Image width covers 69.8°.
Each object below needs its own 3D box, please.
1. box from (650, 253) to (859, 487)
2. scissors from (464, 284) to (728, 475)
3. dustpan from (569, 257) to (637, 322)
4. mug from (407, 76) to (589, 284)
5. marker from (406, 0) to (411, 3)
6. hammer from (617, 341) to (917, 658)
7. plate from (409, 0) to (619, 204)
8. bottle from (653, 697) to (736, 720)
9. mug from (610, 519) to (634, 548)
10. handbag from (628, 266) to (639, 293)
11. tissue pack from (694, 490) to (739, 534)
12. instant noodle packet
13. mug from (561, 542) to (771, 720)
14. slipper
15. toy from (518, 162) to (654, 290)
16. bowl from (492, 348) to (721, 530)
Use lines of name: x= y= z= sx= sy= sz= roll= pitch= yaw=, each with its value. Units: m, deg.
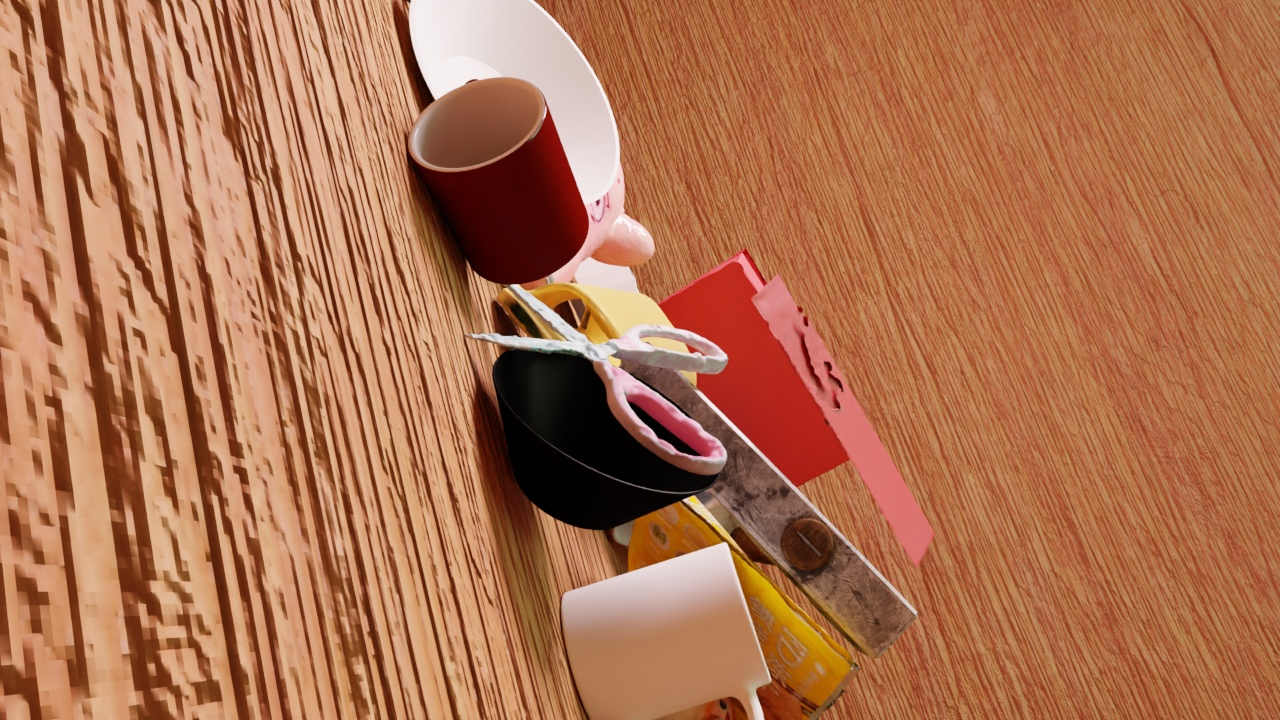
box: x=0.051 y=0.032 z=0.947 sx=0.213 sy=0.148 sz=0.375 roll=56 pitch=-18 yaw=-7
scissors: x=-0.007 y=0.001 z=0.497 sx=0.170 sy=0.013 sz=0.175 roll=37 pitch=28 yaw=26
dustpan: x=-0.041 y=-0.025 z=0.975 sx=0.191 sy=0.053 sz=0.258 roll=-126 pitch=-159 yaw=-54
mug: x=-0.077 y=-0.106 z=0.499 sx=0.083 sy=0.073 sz=0.105 roll=69 pitch=2 yaw=-50
marker: x=-0.167 y=-0.305 z=0.598 sx=0.017 sy=0.017 sz=0.146 roll=-54 pitch=127 yaw=-87
hammer: x=0.065 y=0.103 z=0.658 sx=0.217 sy=0.037 sz=0.301 roll=46 pitch=-8 yaw=8
plate: x=-0.088 y=-0.173 z=0.607 sx=0.174 sy=0.036 sz=0.173 roll=29 pitch=48 yaw=-37
bottle: x=0.028 y=0.226 z=0.573 sx=0.063 sy=0.063 sz=0.108 roll=-104 pitch=175 yaw=-62
mug: x=-0.008 y=0.107 z=0.769 sx=0.107 sy=0.071 sz=0.089 roll=110 pitch=-35 yaw=-45
handbag: x=-0.019 y=-0.013 z=1.182 sx=0.139 sy=0.072 sz=0.194 roll=99 pitch=-26 yaw=-73
tissue pack: x=0.015 y=0.104 z=0.848 sx=0.181 sy=0.071 sz=0.104 roll=40 pitch=-20 yaw=37
instant noodle packet: x=0.064 y=0.162 z=0.602 sx=0.163 sy=0.084 sz=0.222 roll=45 pitch=-18 yaw=24
mug: x=0.017 y=0.158 z=0.467 sx=0.074 sy=0.090 sz=0.110 roll=69 pitch=4 yaw=-53
slipper: x=-0.004 y=0.004 z=0.649 sx=0.099 sy=0.078 sz=0.263 roll=55 pitch=7 yaw=25
toy: x=-0.067 y=-0.127 z=0.696 sx=0.192 sy=0.097 sz=0.236 roll=40 pitch=30 yaw=-31
bowl: x=-0.026 y=0.048 z=0.463 sx=0.053 sy=0.124 sz=0.124 roll=-62 pitch=-163 yaw=20
